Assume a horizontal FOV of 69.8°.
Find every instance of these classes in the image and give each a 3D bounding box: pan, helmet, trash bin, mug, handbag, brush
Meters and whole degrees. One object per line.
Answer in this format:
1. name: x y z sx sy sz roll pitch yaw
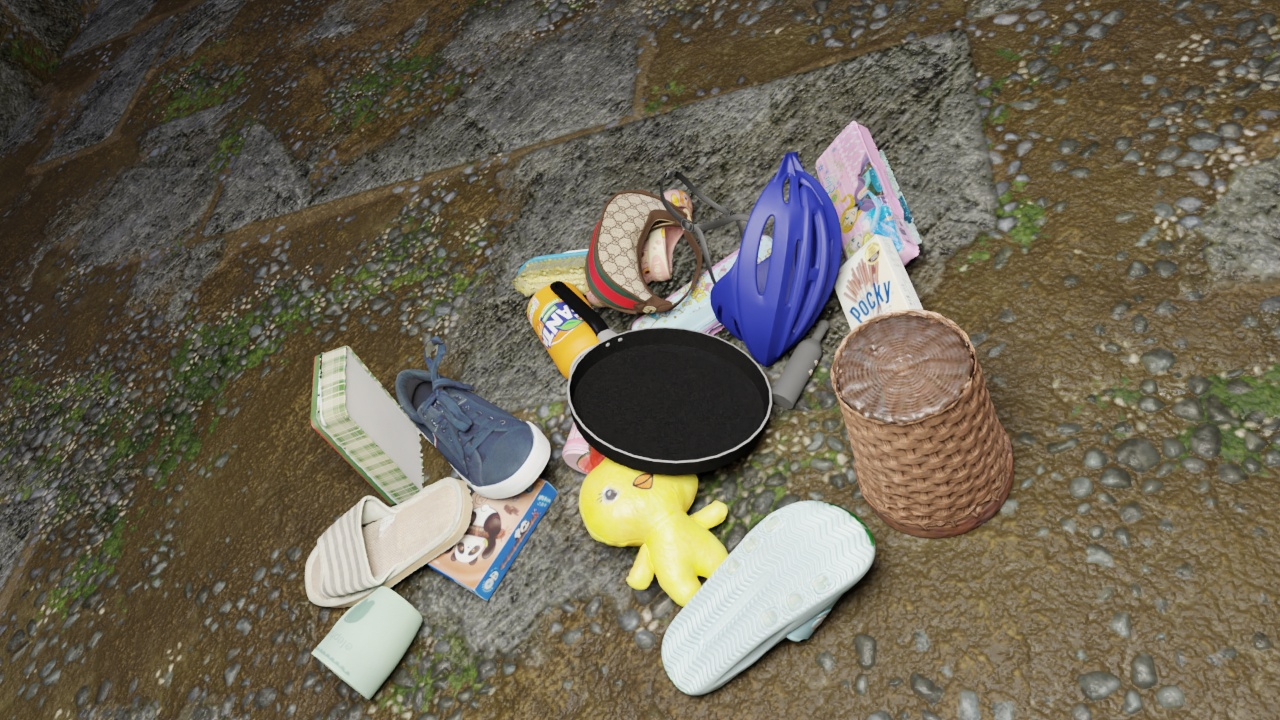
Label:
1. pan: -0.006 0.006 1.063 0.224 0.034 0.356 -23 46 -28
2. helmet: 0.116 -0.127 1.052 0.228 0.147 0.242 23 114 21
3. trash bin: 0.257 0.054 0.850 0.151 0.210 0.151 -14 51 17
4. mug: -0.314 0.313 1.048 0.111 0.084 0.103 6 49 47
5. handbag: 0.008 -0.135 1.136 0.138 0.063 0.166 18 60 -12
6. brush: -0.110 -0.125 1.279 0.136 0.055 0.075 -3 33 25

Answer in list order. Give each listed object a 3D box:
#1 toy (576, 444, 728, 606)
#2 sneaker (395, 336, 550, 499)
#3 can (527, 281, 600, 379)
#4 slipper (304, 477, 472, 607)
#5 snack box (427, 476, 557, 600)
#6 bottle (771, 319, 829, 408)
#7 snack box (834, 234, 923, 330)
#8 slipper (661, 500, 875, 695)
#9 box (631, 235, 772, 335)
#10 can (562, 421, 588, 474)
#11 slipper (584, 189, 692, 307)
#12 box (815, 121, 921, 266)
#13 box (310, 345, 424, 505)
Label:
1. toy: 0.014 0.168 0.978 0.133 0.092 0.207 -30 54 -21
2. sneaker: -0.219 0.067 1.115 0.295 0.127 0.120 24 71 48
3. can: -0.087 -0.034 1.181 0.079 0.079 0.142 -36 48 0
4. slipper: -0.311 0.217 1.100 0.273 0.054 0.114 -27 59 23
5. snack box: -0.175 0.198 1.087 0.087 0.034 0.151 18 65 36
6. bottle: 0.186 0.001 1.046 0.030 0.030 0.112 18 66 36
7. snack box: 0.265 -0.056 1.006 0.082 0.026 0.150 -49 46 44
8. slipper: 0.122 0.231 0.886 0.246 0.074 0.104 -45 48 13
9. box: 0.090 -0.075 1.148 0.214 0.036 0.076 -35 48 1
10. can: -0.050 0.090 1.079 0.067 0.067 0.076 2 57 28
11. slipper: 0.012 -0.141 1.207 0.081 0.093 0.197 36 77 29
12. box: 0.287 -0.184 1.125 0.085 0.076 0.230 -49 36 40
13. box: -0.336 0.084 1.141 0.050 0.206 0.117 -20 51 4
